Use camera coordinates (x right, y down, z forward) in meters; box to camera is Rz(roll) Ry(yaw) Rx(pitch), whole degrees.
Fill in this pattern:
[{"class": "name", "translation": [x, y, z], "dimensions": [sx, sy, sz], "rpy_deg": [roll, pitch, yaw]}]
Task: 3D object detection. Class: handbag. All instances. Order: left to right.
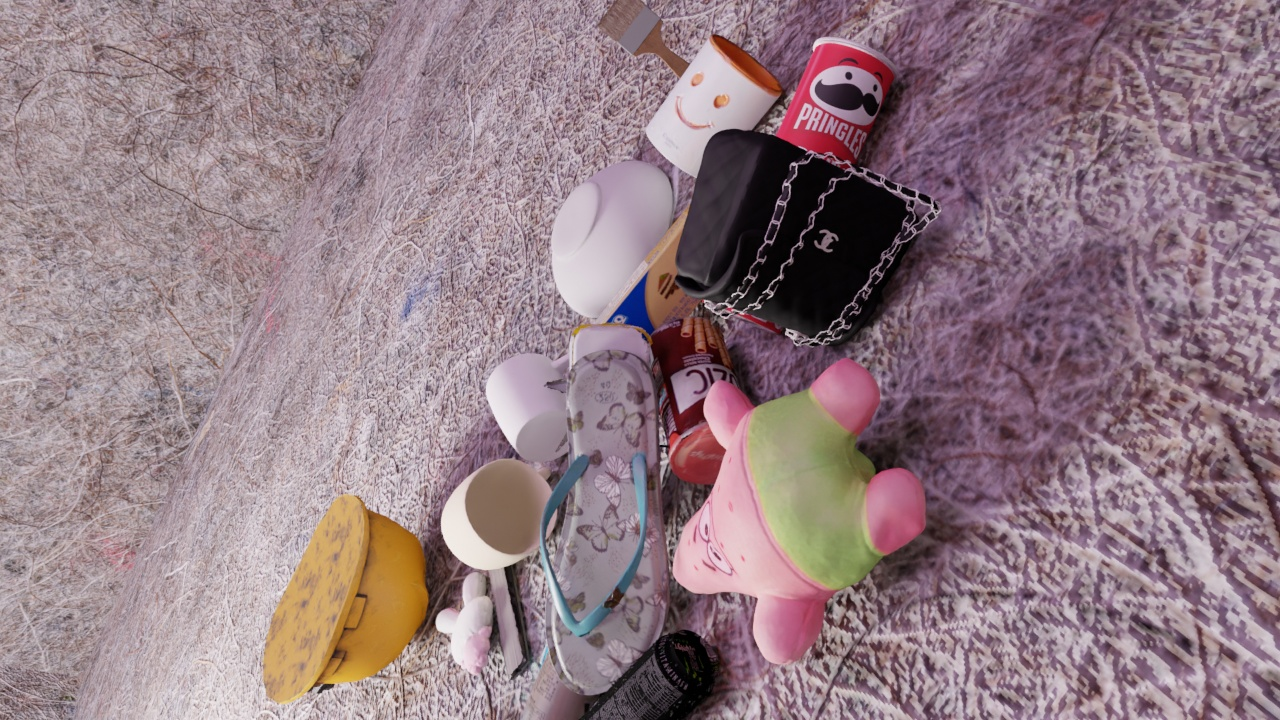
[{"class": "handbag", "translation": [0.113, -0.073, 0.623], "dimensions": [0.115, 0.153, 0.125], "rpy_deg": [35, 105, 54]}]

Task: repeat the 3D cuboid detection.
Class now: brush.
[{"class": "brush", "translation": [0.023, -0.300, 0.898], "dimensions": [0.045, 0.143, 0.008], "rpy_deg": [-49, 37, 13]}]

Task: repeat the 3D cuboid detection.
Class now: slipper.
[{"class": "slipper", "translation": [-0.025, 0.126, 0.691], "dimensions": [0.098, 0.054, 0.269], "rpy_deg": [5, 91, 16]}]

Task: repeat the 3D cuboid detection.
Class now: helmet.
[{"class": "helmet", "translation": [-0.320, 0.283, 1.059], "dimensions": [0.256, 0.131, 0.205], "rpy_deg": [-52, 34, 24]}]

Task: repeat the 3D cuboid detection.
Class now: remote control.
[{"class": "remote control", "translation": [-0.131, 0.249, 0.911], "dimensions": [0.033, 0.013, 0.136], "rpy_deg": [-52, 37, 24]}]

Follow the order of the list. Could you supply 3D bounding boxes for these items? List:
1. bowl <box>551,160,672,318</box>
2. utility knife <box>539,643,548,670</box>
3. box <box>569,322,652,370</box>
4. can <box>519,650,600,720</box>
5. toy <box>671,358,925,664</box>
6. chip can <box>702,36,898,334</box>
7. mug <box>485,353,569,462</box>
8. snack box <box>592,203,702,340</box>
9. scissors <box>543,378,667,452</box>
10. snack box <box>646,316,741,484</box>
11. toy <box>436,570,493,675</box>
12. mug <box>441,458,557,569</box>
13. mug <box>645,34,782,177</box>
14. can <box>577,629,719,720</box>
[{"class": "bowl", "translation": [-0.045, -0.137, 0.971], "dimensions": [0.177, 0.066, 0.176], "rpy_deg": [-34, 45, 42]}, {"class": "utility knife", "translation": [-0.079, 0.259, 0.829], "dimensions": [0.022, 0.015, 0.176], "rpy_deg": [139, 149, -77]}, {"class": "box", "translation": [-0.026, 0.074, 0.750], "dimensions": [0.070, 0.067, 0.210], "rpy_deg": [-141, 52, -77]}, {"class": "can", "translation": [-0.066, 0.285, 0.754], "dimensions": [0.054, 0.054, 0.135], "rpy_deg": [21, 88, 58]}, {"class": "toy", "translation": [0.082, 0.103, 0.609], "dimensions": [0.237, 0.096, 0.191], "rpy_deg": [-48, 47, 48]}, {"class": "chip can", "translation": [0.123, -0.133, 0.716], "dimensions": [0.069, 0.069, 0.220], "rpy_deg": [28, 95, 58]}, {"class": "mug", "translation": [-0.095, 0.040, 0.934], "dimensions": [0.114, 0.081, 0.087], "rpy_deg": [-39, 43, 6]}, {"class": "snack box", "translation": [0.027, -0.068, 0.792], "dimensions": [0.207, 0.057, 0.056], "rpy_deg": [-51, 10, 10]}, {"class": "scissors", "translation": [-0.005, 0.005, 0.849], "dimensions": [0.202, 0.015, 0.203], "rpy_deg": [9, 64, 40]}, {"class": "snack box", "translation": [0.047, 0.029, 0.727], "dimensions": [0.072, 0.072, 0.121], "rpy_deg": [-47, 36, 29]}, {"class": "toy", "translation": [-0.173, 0.273, 0.936], "dimensions": [0.079, 0.038, 0.122], "rpy_deg": [-59, 28, 9]}, {"class": "mug", "translation": [-0.140, 0.151, 0.918], "dimensions": [0.119, 0.096, 0.100], "rpy_deg": [-43, 3, -38]}, {"class": "mug", "translation": [0.067, -0.233, 0.849], "dimensions": [0.105, 0.082, 0.082], "rpy_deg": [-50, 36, 28]}, {"class": "can", "translation": [0.000, 0.255, 0.673], "dimensions": [0.138, 0.054, 0.054], "rpy_deg": [-51, 35, 24]}]
